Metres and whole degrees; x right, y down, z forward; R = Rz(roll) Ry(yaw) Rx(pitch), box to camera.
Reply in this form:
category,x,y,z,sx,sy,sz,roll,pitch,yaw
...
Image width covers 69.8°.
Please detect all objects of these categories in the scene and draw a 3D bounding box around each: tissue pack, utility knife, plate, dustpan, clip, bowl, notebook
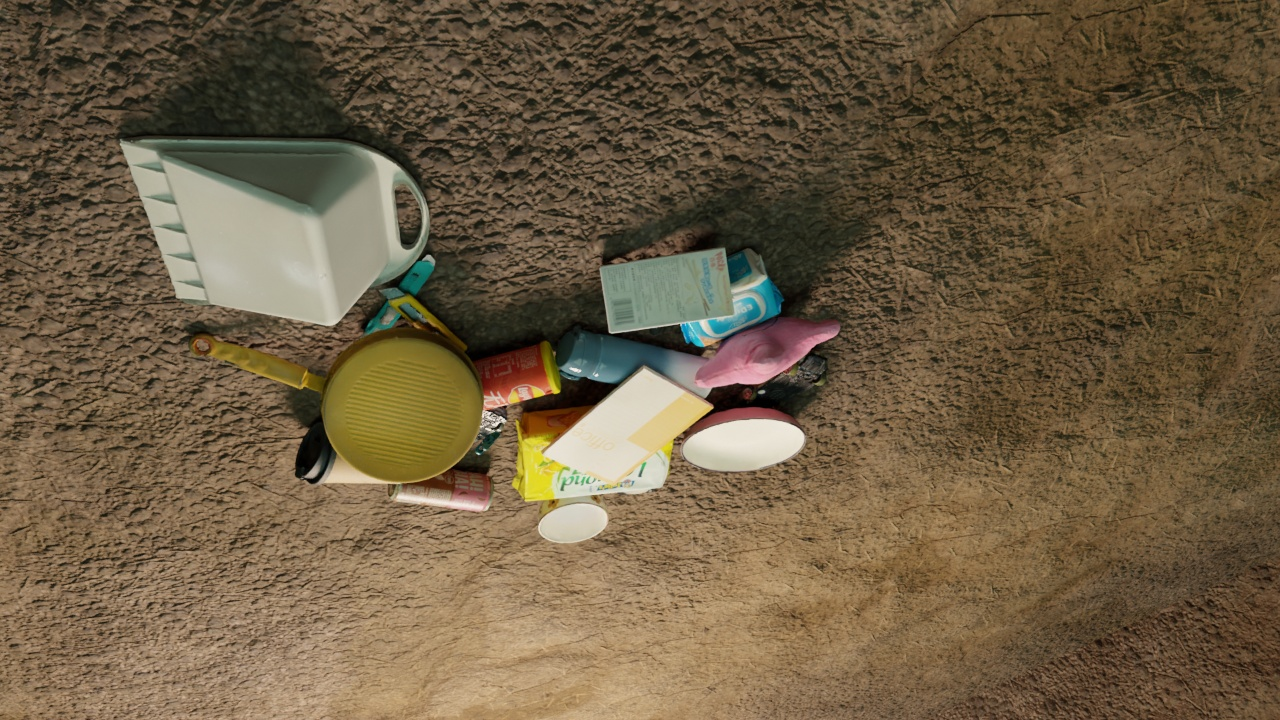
category,x,y,z,sx,sy,sz,roll,pitch,yaw
tissue pack,0.109,-0.077,1.183,0.140,0.063,0.090,-23,138,9
utility knife,-0.266,-0.042,1.138,0.033,0.015,0.173,-31,143,6
plate,0.156,0.117,1.409,0.192,0.039,0.193,-3,150,-2
dustpan,-0.377,-0.153,1.002,0.258,0.142,0.223,17,137,9
clip,-0.220,0.118,1.317,0.046,0.056,0.014,-35,97,22
utility knife,-0.292,-0.073,1.110,0.029,0.013,0.161,17,130,-38
bowl,-0.110,0.236,1.468,0.113,0.062,0.114,-7,138,-6
notebook,-0.019,0.096,1.277,0.207,0.010,0.145,-40,132,24

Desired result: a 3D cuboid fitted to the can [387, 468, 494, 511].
category,x,y,z,sx,sy,sz,roll,pitch,yaw
can,-0.296,0.189,1.364,0.147,0.057,0.058,13,132,-28

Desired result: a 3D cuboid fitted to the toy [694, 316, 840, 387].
category,x,y,z,sx,sy,sz,roll,pitch,yaw
toy,0.150,-0.010,1.221,0.194,0.074,0.179,-25,-172,-31

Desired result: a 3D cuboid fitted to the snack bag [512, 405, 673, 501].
category,x,y,z,sx,sy,sz,roll,pitch,yaw
snack bag,-0.068,0.129,1.356,0.246,0.068,0.158,-4,136,-9

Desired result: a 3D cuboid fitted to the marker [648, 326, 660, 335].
category,x,y,z,sx,sy,sz,roll,pitch,yaw
marker,0.009,-0.073,1.195,0.018,0.015,0.124,-14,140,3

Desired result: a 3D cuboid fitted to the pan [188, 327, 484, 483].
category,x,y,z,sx,sy,sz,roll,pitch,yaw
pan,-0.368,0.033,1.123,0.357,0.078,0.198,15,103,-19

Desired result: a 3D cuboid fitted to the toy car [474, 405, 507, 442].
category,x,y,z,sx,sy,sz,roll,pitch,yaw
toy car,-0.238,0.089,1.290,0.121,0.036,0.054,-32,138,33

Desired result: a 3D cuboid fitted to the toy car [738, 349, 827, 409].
category,x,y,z,sx,sy,sz,roll,pitch,yaw
toy car,0.207,0.032,1.346,0.070,0.042,0.159,19,140,-33

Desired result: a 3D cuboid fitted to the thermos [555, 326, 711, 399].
category,x,y,z,sx,sy,sz,roll,pitch,yaw
thermos,-0.007,0.007,1.243,0.220,0.070,0.070,12,132,-27

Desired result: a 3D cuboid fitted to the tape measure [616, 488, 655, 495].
category,x,y,z,sx,sy,sz,roll,pitch,yaw
tape measure,-0.006,0.184,1.461,0.065,0.033,0.066,-6,138,-13

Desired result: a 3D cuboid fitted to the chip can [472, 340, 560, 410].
category,x,y,z,sx,sy,sz,roll,pitch,yaw
chip can,-0.216,0.035,1.207,0.216,0.073,0.073,-15,139,0

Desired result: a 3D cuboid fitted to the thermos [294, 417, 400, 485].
category,x,y,z,sx,sy,sz,roll,pitch,yaw
thermos,-0.392,0.131,1.257,0.143,0.093,0.093,16,130,-40

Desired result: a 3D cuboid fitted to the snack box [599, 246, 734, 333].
category,x,y,z,sx,sy,sz,roll,pitch,yaw
snack box,0.032,-0.086,1.127,0.157,0.027,0.085,-8,98,5
